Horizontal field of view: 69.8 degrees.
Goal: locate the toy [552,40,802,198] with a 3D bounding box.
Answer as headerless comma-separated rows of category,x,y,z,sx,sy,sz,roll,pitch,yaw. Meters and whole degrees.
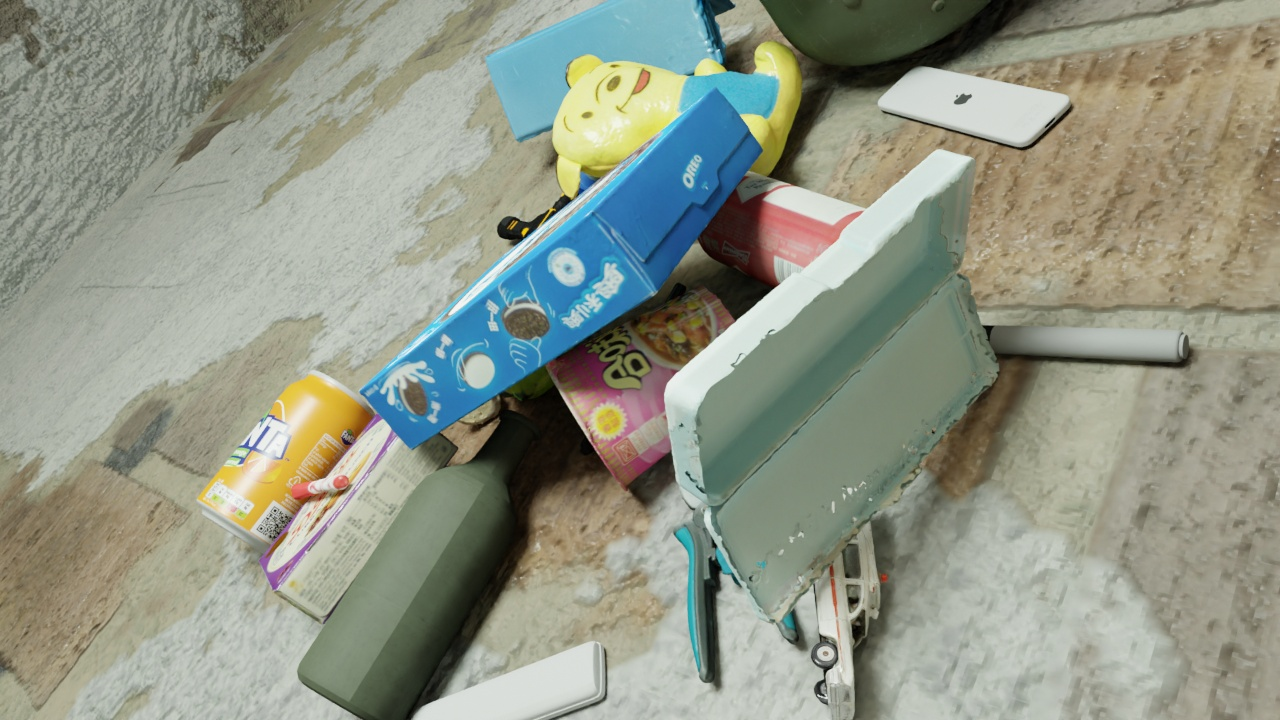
toy,0.023,-0.192,0.745,0.214,0.084,0.148,4,47,27

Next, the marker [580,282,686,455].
marker,-0.004,0.004,0.648,0.011,0.011,0.151,3,54,44

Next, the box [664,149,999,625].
box,0.095,0.006,0.412,0.196,0.136,0.049,-39,33,-26

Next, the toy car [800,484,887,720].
toy car,0.096,0.107,0.430,0.039,0.039,0.112,-6,45,9

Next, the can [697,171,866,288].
can,0.099,-0.077,0.592,0.067,0.067,0.170,-45,36,-7

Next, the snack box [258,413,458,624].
snack box,-0.206,0.106,0.660,0.143,0.040,0.148,-55,19,-19

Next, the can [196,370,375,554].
can,-0.291,0.084,0.762,0.079,0.079,0.142,8,58,46

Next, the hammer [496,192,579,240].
hammer,-0.017,-0.232,0.890,0.123,0.036,0.319,11,62,43

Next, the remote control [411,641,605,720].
remote control,-0.077,0.192,0.514,0.131,0.012,0.033,-26,38,19

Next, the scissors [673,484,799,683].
scissors,0.045,0.105,0.491,0.153,0.019,0.127,9,56,48

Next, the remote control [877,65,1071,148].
remote control,0.225,-0.178,0.635,0.045,0.008,0.146,-43,36,-3

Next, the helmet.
helmet,0.185,-0.315,0.690,0.268,0.154,0.226,-27,37,10

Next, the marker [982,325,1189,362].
marker,0.202,-0.010,0.473,0.141,0.016,0.016,4,55,44

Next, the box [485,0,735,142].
box,-0.023,-0.294,0.881,0.232,0.094,0.101,-13,17,31

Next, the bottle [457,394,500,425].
bottle,-0.140,0.007,0.740,0.044,0.044,0.109,-35,37,7

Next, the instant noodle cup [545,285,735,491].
instant noodle cup,0.011,0.011,0.566,0.108,0.098,0.097,-32,36,-2

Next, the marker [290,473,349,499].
marker,-0.231,0.090,0.657,0.142,0.013,0.012,-18,37,57

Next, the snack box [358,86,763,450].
snack box,-0.050,-0.057,0.586,0.240,0.056,0.195,-30,16,38

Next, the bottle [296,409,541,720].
bottle,-0.128,0.123,0.582,0.072,0.071,0.206,4,55,44

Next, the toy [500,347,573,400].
toy,-0.083,-0.005,0.709,0.094,0.036,0.093,-8,39,35

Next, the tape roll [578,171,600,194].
tape roll,-0.016,-0.176,0.814,0.093,0.016,0.091,12,61,24
